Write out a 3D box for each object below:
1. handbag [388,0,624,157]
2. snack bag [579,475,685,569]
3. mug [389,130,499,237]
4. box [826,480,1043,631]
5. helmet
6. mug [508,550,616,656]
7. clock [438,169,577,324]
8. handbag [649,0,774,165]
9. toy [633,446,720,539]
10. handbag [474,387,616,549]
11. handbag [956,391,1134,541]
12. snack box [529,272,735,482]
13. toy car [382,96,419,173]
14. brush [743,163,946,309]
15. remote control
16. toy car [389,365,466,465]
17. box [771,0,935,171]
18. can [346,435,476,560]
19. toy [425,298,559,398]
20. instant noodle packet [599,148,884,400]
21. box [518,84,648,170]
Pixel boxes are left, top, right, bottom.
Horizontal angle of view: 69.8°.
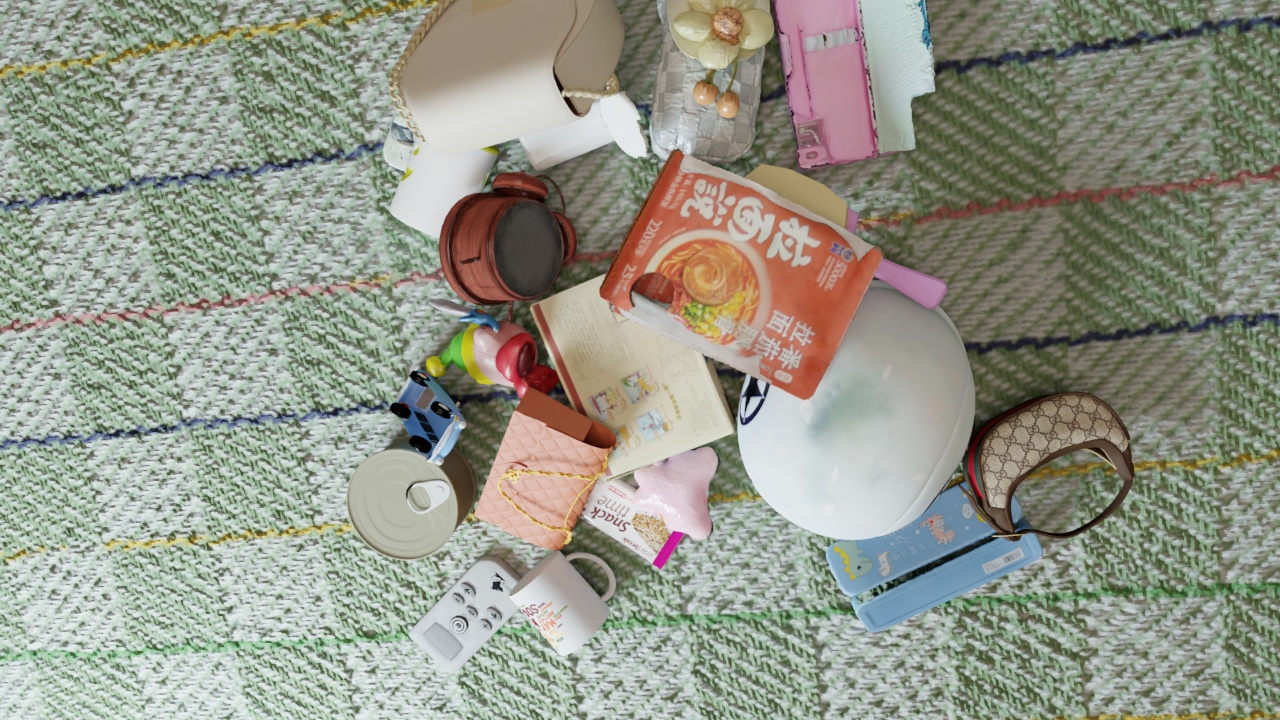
[{"bbox_3d":[-0.121,-0.292,0.878,0.211,0.208,0.103,-10,143,21],"label":"handbag"},{"bbox_3d":[-0.043,0.159,1.036,0.196,0.016,0.070,32,104,1],"label":"snack bag"},{"bbox_3d":[-0.206,-0.190,0.960,0.082,0.082,0.106,26,104,2],"label":"mug"},{"bbox_3d":[0.313,0.209,0.979,0.210,0.049,0.120,-29,97,11],"label":"box"},{"bbox_3d":[0.217,0.054,0.906,0.236,0.163,0.264,29,102,1],"label":"helmet"},{"bbox_3d":[-0.080,0.263,1.035,0.105,0.073,0.089,-41,93,-8],"label":"mug"},{"bbox_3d":[-0.130,-0.125,0.943,0.072,0.157,0.120,6,144,39],"label":"clock"},{"bbox_3d":[0.068,-0.275,0.886,0.112,0.123,0.171,3,102,-8],"label":"handbag"},{"bbox_3d":[0.039,0.144,1.003,0.093,0.050,0.102,3,92,8],"label":"toy"},{"bbox_3d":[-0.104,0.128,0.985,0.109,0.060,0.172,26,127,0],"label":"handbag"},{"bbox_3d":[0.408,0.111,0.924,0.166,0.063,0.138,-27,82,1],"label":"handbag"},{"bbox_3d":[-0.006,0.006,0.982,0.153,0.055,0.207,-22,97,11],"label":"snack box"},{"bbox_3d":[-0.243,-0.252,0.980,0.048,0.033,0.105,21,104,2],"label":"toy car"},{"bbox_3d":[0.189,-0.115,0.895,0.229,0.043,0.089,31,93,25],"label":"brush"},{"bbox_3d":[-0.201,0.298,1.082,0.074,0.019,0.151,43,103,-1],"label":"remote control"},{"bbox_3d":[-0.224,0.059,0.987,0.054,0.153,0.056,29,96,-36],"label":"toy car"},{"bbox_3d":[0.209,-0.310,0.890,0.159,0.066,0.230,-4,100,33],"label":"box"},{"bbox_3d":[-0.256,0.152,1.035,0.128,0.073,0.128,1,101,8],"label":"can"},{"bbox_3d":[-0.168,-0.006,0.983,0.131,0.124,0.096,29,79,31],"label":"toy"},{"bbox_3d":[0.096,-0.078,0.872,0.221,0.084,0.164,27,85,12],"label":"instant noodle packet"},{"bbox_3d":[-0.059,-0.231,0.906,0.137,0.143,0.083,-20,119,9],"label":"box"}]
